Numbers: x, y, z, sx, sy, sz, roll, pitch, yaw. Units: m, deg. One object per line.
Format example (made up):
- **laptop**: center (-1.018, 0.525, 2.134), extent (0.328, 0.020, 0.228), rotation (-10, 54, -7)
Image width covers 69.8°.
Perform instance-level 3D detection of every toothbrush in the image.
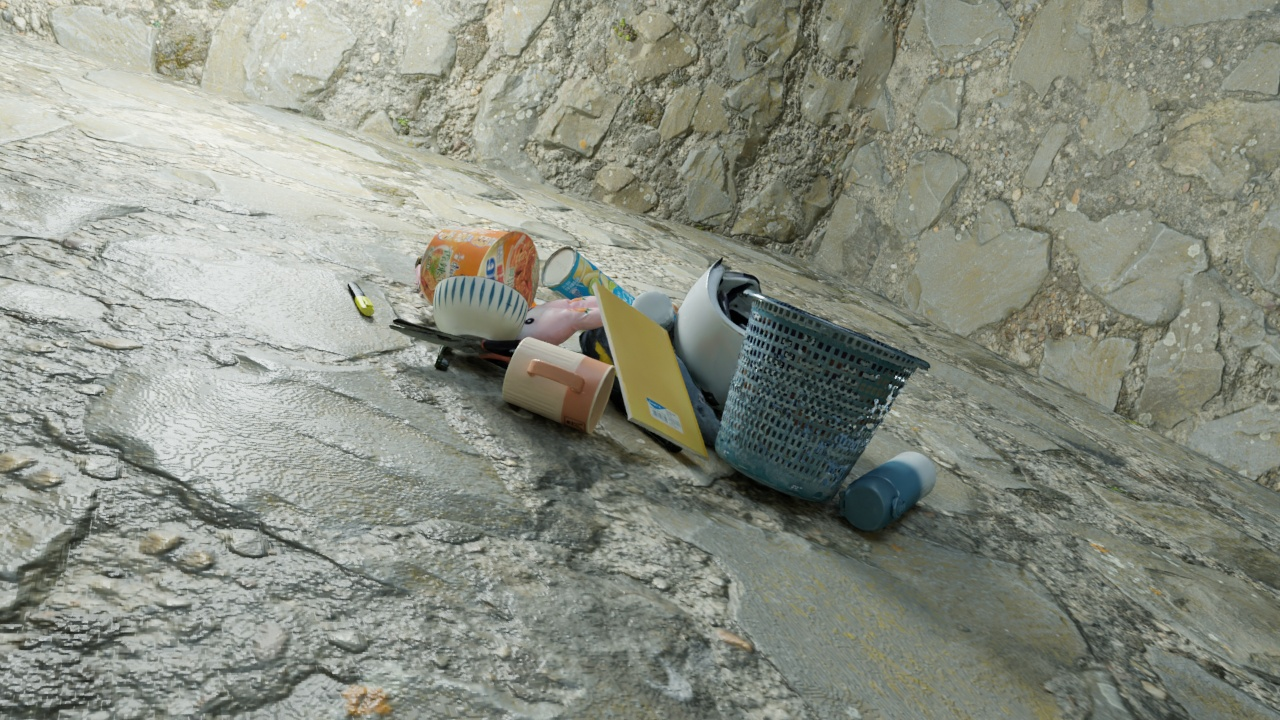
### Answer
- **toothbrush**: center (-0.241, -0.021, 1.155), extent (0.017, 0.012, 0.185), rotation (23, 14, -12)
- **toothbrush**: center (-0.018, 0.054, 1.141), extent (0.027, 0.026, 0.213), rotation (29, 3, -46)

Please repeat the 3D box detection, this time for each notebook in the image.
- **notebook**: center (0.011, 0.012, 1.078), extent (0.145, 0.010, 0.206), rotation (32, 31, -44)

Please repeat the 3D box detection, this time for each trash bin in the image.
- **trash bin**: center (0.188, 0.048, 1.064), extent (0.226, 0.195, 0.226), rotation (23, 7, -3)

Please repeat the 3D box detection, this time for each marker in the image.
- **marker**: center (-0.370, -0.085, 1.213), extent (0.018, 0.015, 0.124), rotation (14, 14, -31)

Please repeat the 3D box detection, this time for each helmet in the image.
- **helmet**: center (0.142, -0.006, 1.297), extent (0.258, 0.146, 0.229), rotation (23, 34, -53)

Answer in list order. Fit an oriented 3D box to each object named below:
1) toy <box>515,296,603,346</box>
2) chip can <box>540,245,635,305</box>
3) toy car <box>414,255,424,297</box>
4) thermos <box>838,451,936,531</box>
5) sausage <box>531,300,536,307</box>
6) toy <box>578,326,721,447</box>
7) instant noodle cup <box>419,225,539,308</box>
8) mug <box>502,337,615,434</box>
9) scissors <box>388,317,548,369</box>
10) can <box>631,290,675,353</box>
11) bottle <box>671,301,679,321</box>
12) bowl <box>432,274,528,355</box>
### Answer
- **toy**: center (-0.116, -0.048, 1.217), extent (0.159, 0.054, 0.121), rotation (-19, 22, -1)
- **chip can**: center (-0.053, -0.087, 1.375), extent (0.210, 0.071, 0.071), rotation (37, 1, -39)
- **toy car**: center (-0.310, -0.119, 1.380), extent (0.056, 0.037, 0.122), rotation (10, 30, -24)
- **thermos**: center (0.303, 0.157, 1.108), extent (0.070, 0.070, 0.220), rotation (27, 16, 25)
- **sausage**: center (-0.179, -0.090, 1.467), extent (0.021, 0.021, 0.165), rotation (14, 16, -21)
- **toy**: center (-0.007, 0.007, 1.231), extent (0.356, 0.091, 0.138), rotation (38, -5, 47)
- **instant noodle cup**: center (-0.227, -0.118, 1.282), extent (0.111, 0.151, 0.151), rotation (17, 13, 23)
- **mug**: center (-0.093, 0.024, 1.020), extent (0.106, 0.081, 0.114), rotation (20, -10, 8)
- **scissors**: center (-0.185, -0.019, 1.090), extent (0.194, 0.015, 0.206), rotation (-8, -29, 29)
- **can**: center (0.022, -0.039, 1.321), extent (0.058, 0.058, 0.147), rotation (24, -23, 17)
- **bottle**: center (-0.007, -0.068, 1.525), extent (0.065, 0.065, 0.218), rotation (28, 17, 29)
- **bowl**: center (-0.201, -0.048, 1.129), extent (0.116, 0.066, 0.117), rotation (6, -26, 3)
